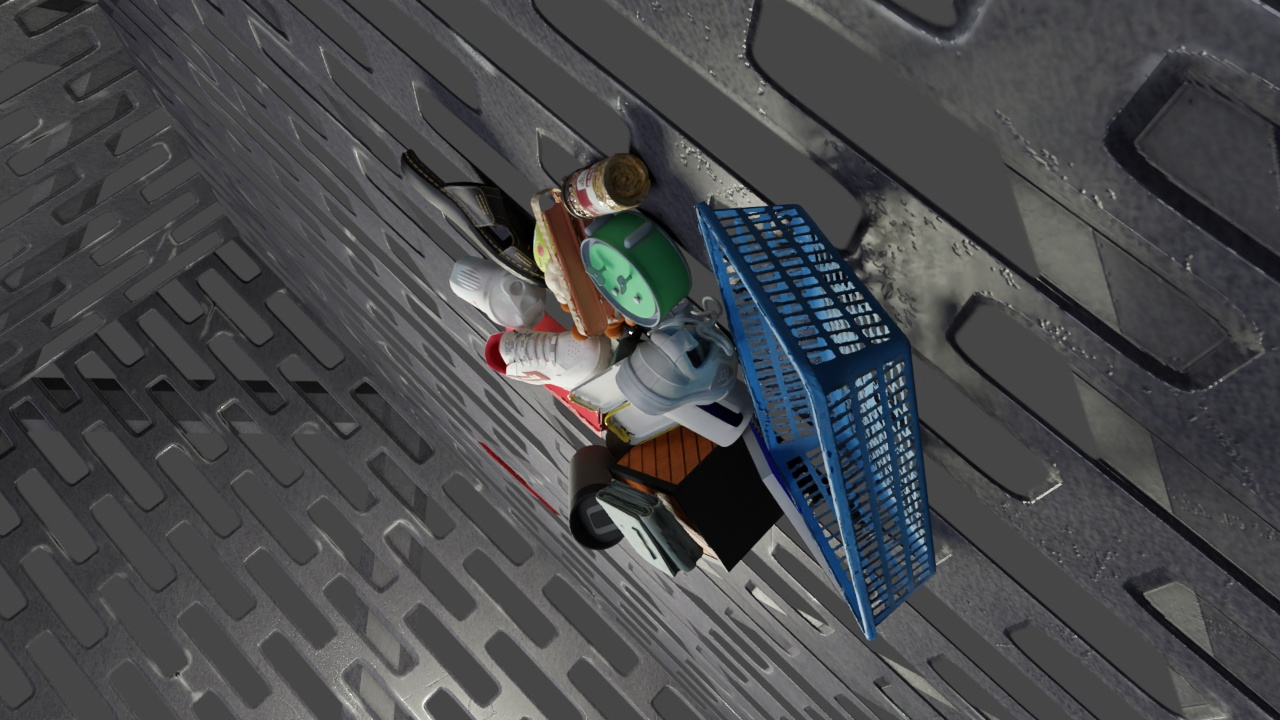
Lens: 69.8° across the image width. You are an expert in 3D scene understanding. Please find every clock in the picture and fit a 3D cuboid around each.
[{"bbox_3d":[0.000,-0.085,1.030,0.122,0.075,0.162,24,149,48],"label":"clock"}]

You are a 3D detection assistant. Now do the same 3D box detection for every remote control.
[{"bbox_3d":[-0.045,-0.054,1.261,0.136,0.015,0.032,17,144,50],"label":"remote control"}]

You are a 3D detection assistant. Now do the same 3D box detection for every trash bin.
[{"bbox_3d":[0.080,0.163,1.223,0.140,0.139,0.172,56,158,-21],"label":"trash bin"}]

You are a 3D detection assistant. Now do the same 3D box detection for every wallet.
[{"bbox_3d":[0.010,0.206,1.139,0.100,0.054,0.132,11,143,45],"label":"wallet"}]

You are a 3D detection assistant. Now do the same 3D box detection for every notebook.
[{"bbox_3d":[0.179,0.167,1.088,0.209,0.022,0.171,55,-172,-23],"label":"notebook"}]

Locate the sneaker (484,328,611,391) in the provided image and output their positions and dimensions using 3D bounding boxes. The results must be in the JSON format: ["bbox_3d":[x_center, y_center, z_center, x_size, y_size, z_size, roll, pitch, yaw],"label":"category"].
[{"bbox_3d":[-0.145,-0.010,1.305,0.104,0.090,0.237,14,174,-38],"label":"sneaker"}]

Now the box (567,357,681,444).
[{"bbox_3d":[0.010,0.042,1.172,0.129,0.036,0.210,37,139,-23],"label":"box"}]

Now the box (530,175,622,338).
[{"bbox_3d":[-0.068,-0.121,1.068,0.042,0.082,0.187,18,132,52],"label":"box"}]

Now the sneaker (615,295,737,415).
[{"bbox_3d":[0.064,-0.009,0.942,0.089,0.091,0.241,47,-157,11],"label":"sneaker"}]

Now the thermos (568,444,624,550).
[{"bbox_3d":[-0.064,0.194,1.339,0.082,0.082,0.240,52,-177,-11],"label":"thermos"}]

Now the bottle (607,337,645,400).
[{"bbox_3d":[-0.007,0.007,1.215,0.061,0.061,0.131,14,160,-6],"label":"bottle"}]

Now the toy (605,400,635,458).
[{"bbox_3d":[0.010,0.118,1.374,0.179,0.078,0.153,50,154,-8],"label":"toy"}]

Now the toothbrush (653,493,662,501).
[{"bbox_3d":[0.003,0.201,1.222,0.017,0.016,0.189,37,159,1],"label":"toothbrush"}]

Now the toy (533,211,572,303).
[{"bbox_3d":[-0.110,-0.129,1.177,0.092,0.046,0.115,115,140,-67],"label":"toy"}]

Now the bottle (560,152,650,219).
[{"bbox_3d":[-0.038,-0.181,0.961,0.056,0.056,0.105,55,158,-18],"label":"bottle"}]

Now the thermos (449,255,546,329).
[{"bbox_3d":[-0.220,-0.110,1.414,0.220,0.099,0.099,25,150,56],"label":"thermos"}]

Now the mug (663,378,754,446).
[{"bbox_3d":[0.077,0.047,1.052,0.097,0.078,0.112,29,-176,-14],"label":"mug"}]

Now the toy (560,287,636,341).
[{"bbox_3d":[-0.047,-0.067,1.177,0.128,0.065,0.095,-4,117,58],"label":"toy"}]

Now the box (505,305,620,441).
[{"bbox_3d":[-0.124,0.007,1.478,0.214,0.165,0.153,40,-158,24],"label":"box"}]

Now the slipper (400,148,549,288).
[{"bbox_3d":[-0.210,-0.200,1.251,0.268,0.076,0.113,42,-174,-12],"label":"slipper"}]

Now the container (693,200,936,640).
[{"bbox_3d":[0.165,0.045,0.809,0.256,0.089,0.363,-113,1,-47],"label":"container"}]
